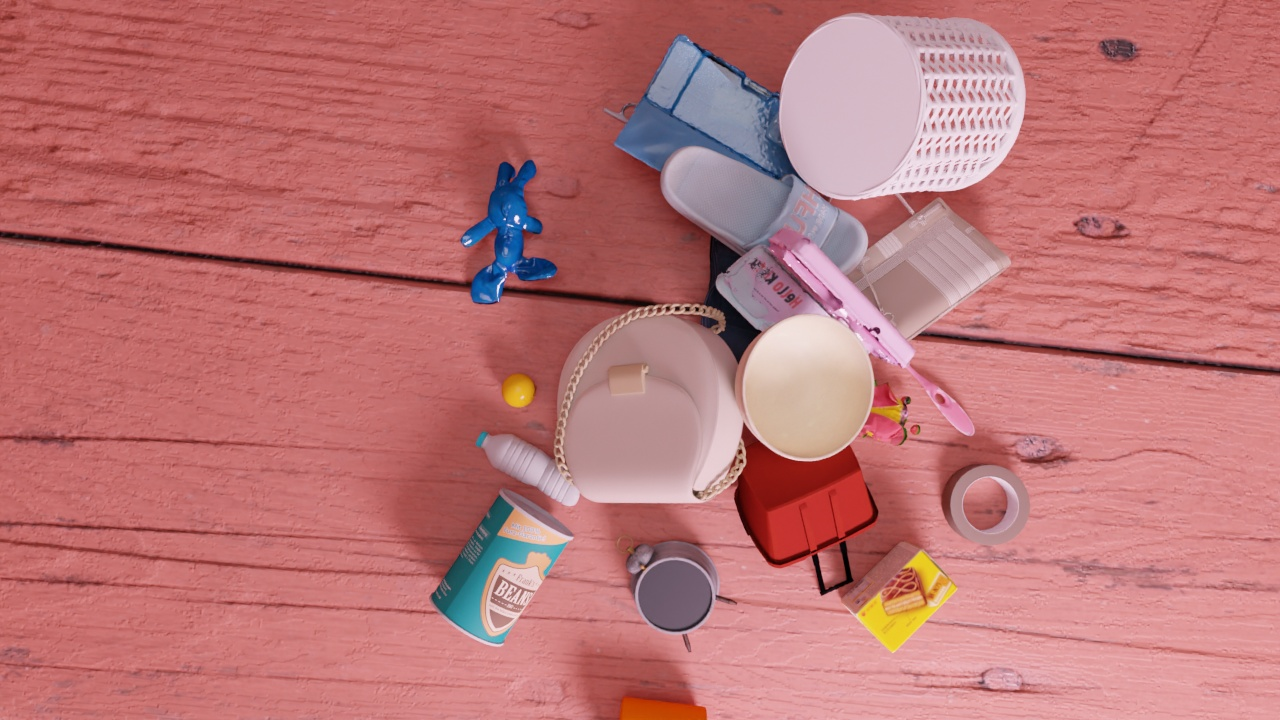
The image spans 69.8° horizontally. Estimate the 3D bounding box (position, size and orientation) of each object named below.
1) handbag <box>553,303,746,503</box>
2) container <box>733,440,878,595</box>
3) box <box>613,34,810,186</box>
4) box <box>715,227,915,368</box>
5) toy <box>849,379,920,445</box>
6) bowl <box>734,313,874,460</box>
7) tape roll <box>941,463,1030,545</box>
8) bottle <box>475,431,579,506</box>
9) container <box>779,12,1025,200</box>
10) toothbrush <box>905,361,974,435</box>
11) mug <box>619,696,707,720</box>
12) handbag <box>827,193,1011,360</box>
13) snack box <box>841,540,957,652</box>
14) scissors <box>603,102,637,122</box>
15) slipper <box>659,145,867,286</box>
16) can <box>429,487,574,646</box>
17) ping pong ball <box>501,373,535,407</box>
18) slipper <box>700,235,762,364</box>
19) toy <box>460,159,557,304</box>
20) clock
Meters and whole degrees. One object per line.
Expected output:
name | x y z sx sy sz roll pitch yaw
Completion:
handbag | 0.012 0.053 1.021 0.211 0.103 0.208 -6 80 33
container | 0.190 0.168 1.049 0.148 0.201 0.127 -24 51 -3
box | 0.102 -0.258 1.082 0.231 0.060 0.175 31 78 -4
box | 0.187 -0.045 0.995 0.201 0.111 0.101 41 95 -24
toy | 0.271 0.065 1.078 0.103 0.046 0.084 -12 74 7
bowl | 0.160 0.027 0.962 0.150 0.075 0.150 0 91 -20
tape roll | 0.407 0.169 1.081 0.094 0.030 0.093 0 87 -1
bottle | -0.129 0.122 1.072 0.136 0.044 0.044 28 87 1
container | 0.280 -0.273 0.990 0.186 0.190 0.189 -13 86 -38
toothbrush | 0.351 0.039 1.095 0.021 0.016 0.135 -43 88 -3
mug | 0.021 0.443 1.047 0.096 0.077 0.113 7 115 0
handbag | 0.301 -0.133 1.094 0.175 0.062 0.198 -36 79 -3
snack box | 0.294 0.267 1.049 0.105 0.083 0.061 -44 87 -2
scissors | 0.042 -0.304 1.112 0.153 0.014 0.131 -45 88 0
slipper | 0.136 -0.162 1.012 0.245 0.074 0.104 27 82 -3
can | -0.156 0.232 1.038 0.099 0.099 0.144 33 87 1
ping pong ball | -0.143 0.035 1.078 0.040 0.040 0.040 0 87 -1
slipper | 0.128 -0.075 1.066 0.109 0.083 0.265 9 83 1
toy | -0.147 -0.153 1.077 0.113 0.071 0.176 4 87 11
clock | 0.030 0.255 1.060 0.148 0.056 0.104 43 96 -3
